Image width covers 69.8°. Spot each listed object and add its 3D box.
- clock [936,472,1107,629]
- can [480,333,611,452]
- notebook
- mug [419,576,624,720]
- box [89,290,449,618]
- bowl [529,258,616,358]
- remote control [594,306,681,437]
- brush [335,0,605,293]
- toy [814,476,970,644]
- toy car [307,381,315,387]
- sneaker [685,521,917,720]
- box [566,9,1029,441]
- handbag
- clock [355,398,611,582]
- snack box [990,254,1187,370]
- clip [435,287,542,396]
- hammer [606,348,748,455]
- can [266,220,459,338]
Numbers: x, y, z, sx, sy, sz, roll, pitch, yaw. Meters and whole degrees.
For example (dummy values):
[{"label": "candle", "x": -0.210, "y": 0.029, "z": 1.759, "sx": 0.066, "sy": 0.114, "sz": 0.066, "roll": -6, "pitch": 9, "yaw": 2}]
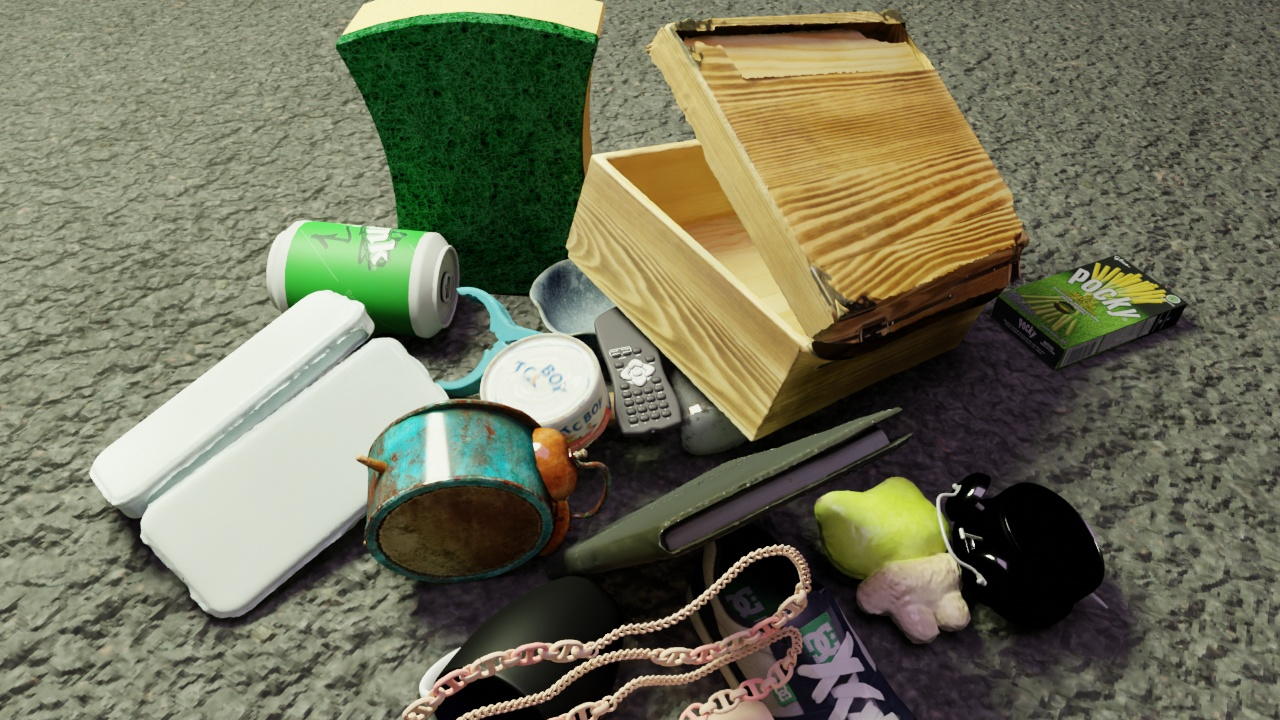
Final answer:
[{"label": "clock", "x": 0.240, "y": 0.120, "z": 0.588, "sx": 0.120, "sy": 0.043, "sz": 0.091, "roll": 18, "pitch": 46, "yaw": -17}, {"label": "can", "x": -0.066, "y": 0.025, "z": 0.642, "sx": 0.086, "sy": 0.043, "sz": 0.086, "roll": -6, "pitch": 49, "yaw": 6}, {"label": "notebook", "x": 0.044, "y": 0.084, "z": 0.549, "sx": 0.169, "sy": 0.209, "sz": 0.029, "roll": -22, "pitch": 86, "yaw": -25}, {"label": "mug", "x": -0.068, "y": 0.175, "z": 0.527, "sx": 0.119, "sy": 0.085, "sz": 0.100, "roll": -10, "pitch": 19, "yaw": 32}, {"label": "box", "x": -0.252, "y": 0.048, "z": 0.626, "sx": 0.186, "sy": 0.084, "sz": 0.210, "roll": 37, "pitch": 66, "yaw": 27}, {"label": "bowl", "x": -0.035, "y": -0.038, "z": 0.767, "sx": 0.110, "sy": 0.055, "sz": 0.110, "roll": 1, "pitch": 44, "yaw": -1}, {"label": "remote control", "x": -0.004, "y": 0.004, "z": 0.679, "sx": 0.046, "sy": 0.009, "sz": 0.124, "roll": -11, "pitch": 50, "yaw": -5}, {"label": "brush", "x": -0.124, "y": -0.177, "z": 0.770, "sx": 0.195, "sy": 0.251, "sz": 0.075, "roll": 1, "pitch": 43, "yaw": 3}, {"label": "toy", "x": 0.169, "y": 0.130, "z": 0.604, "sx": 0.092, "sy": 0.046, "sz": 0.115, "roll": -11, "pitch": 52, "yaw": -18}, {"label": "toy car", "x": -0.267, "y": 0.037, "z": 0.693, "sx": 0.107, "sy": 0.030, "sz": 0.049, "roll": 2, "pitch": 41, "yaw": 4}, {"label": "sneaker", "x": 0.104, "y": 0.185, "z": 0.515, "sx": 0.084, "sy": 0.079, "sz": 0.235, "roll": -20, "pitch": 48, "yaw": -24}, {"label": "box", "x": 0.144, "y": -0.112, "z": 0.690, "sx": 0.278, "sy": 0.221, "sz": 0.258, "roll": -18, "pitch": 55, "yaw": -40}, {"label": "handbag", "x": 0.009, "y": 0.205, "z": 0.408, "sx": 0.198, "sy": 0.187, "sz": 0.116, "roll": -11, "pitch": 38, "yaw": -20}, {"label": "clock", "x": -0.098, "y": 0.081, "z": 0.591, "sx": 0.157, "sy": 0.121, "sz": 0.073, "roll": 0, "pitch": 46, "yaw": -13}, {"label": "snack box", "x": 0.400, "y": -0.046, "z": 0.819, "sx": 0.147, "sy": 0.025, "sz": 0.080, "roll": -17, "pitch": 46, "yaw": -20}, {"label": "clip", "x": -0.117, "y": -0.003, "z": 0.716, "sx": 0.119, "sy": 0.033, "sz": 0.121, "roll": -47, "pitch": 66, "yaw": -2}, {"label": "hammer", "x": -0.075, "y": 0.047, "z": 0.685, "sx": 0.328, "sy": 0.052, "sz": 0.098, "roll": -11, "pitch": 44, "yaw": -10}, {"label": "can", "x": -0.229, "y": -0.068, "z": 0.766, "sx": 0.140, "sy": 0.088, "sz": 0.087, "roll": 6, "pitch": 43, "yaw": 3}]
